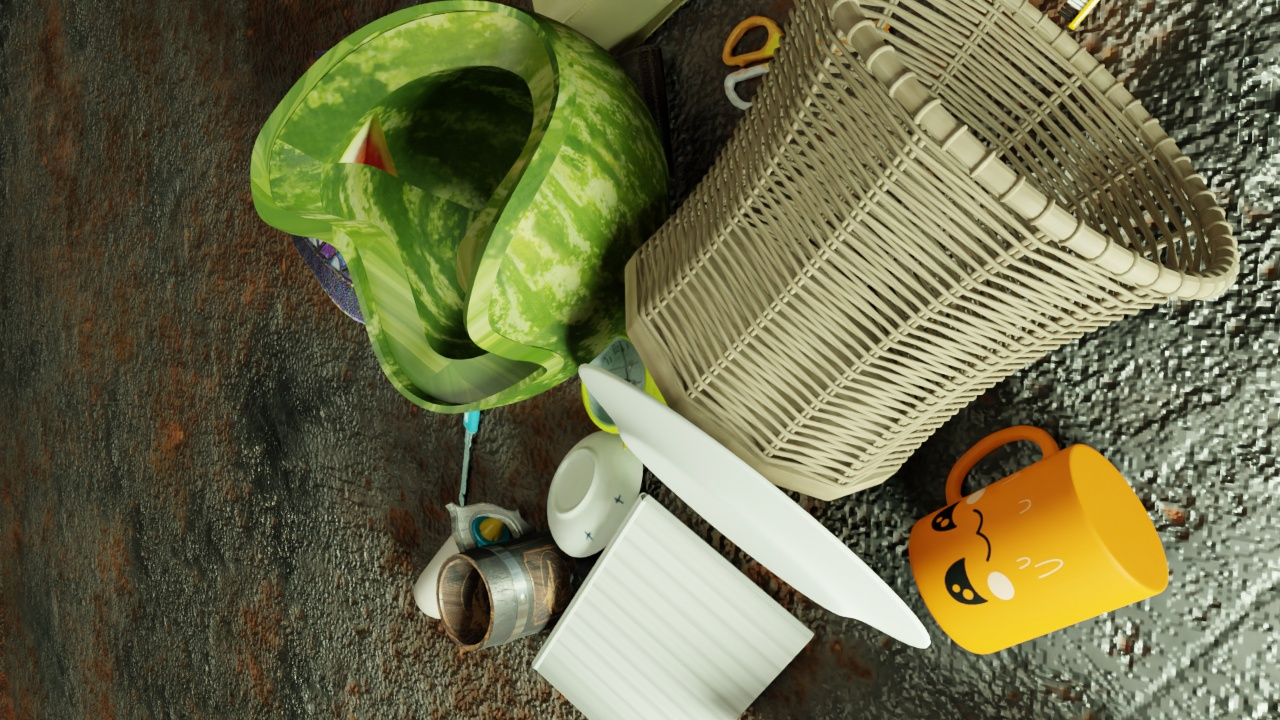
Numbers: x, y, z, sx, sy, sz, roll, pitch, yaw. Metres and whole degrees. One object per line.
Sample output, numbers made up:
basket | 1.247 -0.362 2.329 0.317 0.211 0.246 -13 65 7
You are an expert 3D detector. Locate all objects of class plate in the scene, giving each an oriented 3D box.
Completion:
plate | 0.054 0.087 0.520 0.242 0.242 0.016 33 78 37
plate | -0.042 0.097 0.702 0.105 0.026 0.104 -32 43 36

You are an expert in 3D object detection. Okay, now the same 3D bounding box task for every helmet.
helmet | -0.091 -0.095 0.593 0.213 0.247 0.242 27 70 18

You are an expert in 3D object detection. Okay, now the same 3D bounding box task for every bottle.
bottle | -0.154 0.177 0.824 0.147 0.051 0.051 -50 60 33

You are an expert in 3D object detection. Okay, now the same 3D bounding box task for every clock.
clock | -0.004 0.004 0.673 0.083 0.057 0.119 -35 63 39

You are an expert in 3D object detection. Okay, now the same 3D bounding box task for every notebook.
notebook | 0.012 0.208 0.657 0.142 0.009 0.210 39 125 13

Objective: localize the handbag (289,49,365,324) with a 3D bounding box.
handbag | -0.198 -0.147 0.786 0.222 0.125 0.205 37 118 39

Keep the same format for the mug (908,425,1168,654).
mug | 0.201 0.085 0.482 0.096 0.077 0.112 -39 36 37

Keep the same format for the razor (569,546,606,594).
razor | 0.017 0.166 0.672 0.152 0.053 0.067 5 106 36

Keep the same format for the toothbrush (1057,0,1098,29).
toothbrush | 0.269 -0.241 0.421 0.031 0.031 0.197 35 122 0

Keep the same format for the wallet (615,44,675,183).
wallet | -0.020 -0.173 0.698 0.120 0.031 0.099 -6 89 49

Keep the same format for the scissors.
scissors | 0.104 -0.196 0.589 0.128 0.013 0.064 4 96 44

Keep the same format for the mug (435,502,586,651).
mug | -0.102 0.164 0.737 0.080 0.107 0.115 -28 74 40

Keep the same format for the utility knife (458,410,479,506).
utility knife | -0.154 0.052 0.845 0.022 0.015 0.181 19 108 44

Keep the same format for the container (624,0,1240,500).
container | 0.119 -0.062 0.451 0.197 0.226 0.226 -50 60 41

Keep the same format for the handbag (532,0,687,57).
handbag | -0.016 -0.292 0.654 0.120 0.081 0.111 -26 68 42
